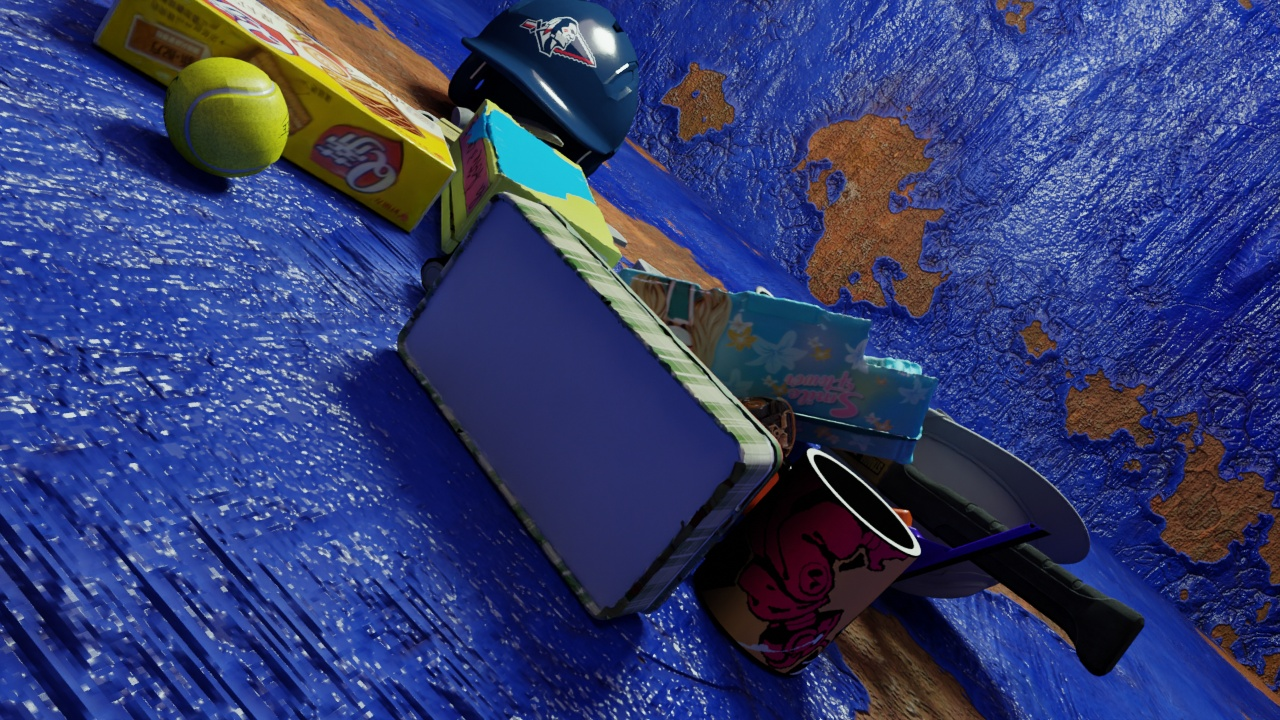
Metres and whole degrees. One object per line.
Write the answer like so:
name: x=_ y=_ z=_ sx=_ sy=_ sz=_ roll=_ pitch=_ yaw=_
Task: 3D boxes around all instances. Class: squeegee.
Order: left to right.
squeegee: x=0.120 y=0.104 z=0.618 sx=0.185 sy=0.055 sz=0.250 roll=13 pitch=-22 yaw=-4

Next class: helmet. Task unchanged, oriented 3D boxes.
helmet: x=-0.112 y=-0.356 z=1.176 sx=0.232 sy=0.223 sz=0.271 roll=40 pitch=20 yaw=1
helmet: x=0.218 y=0.130 z=0.772 sx=0.271 sy=0.117 sz=0.183 roll=28 pitch=-24 yaw=32

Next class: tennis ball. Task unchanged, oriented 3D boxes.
tennis ball: x=-0.233 y=-0.136 z=0.517 sx=0.065 sy=0.065 sz=0.065 roll=37 pitch=15 yaw=-12

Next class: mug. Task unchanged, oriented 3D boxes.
mug: x=0.079 y=0.101 z=0.518 sx=0.118 sy=0.098 sz=0.081 roll=41 pitch=15 yaw=4

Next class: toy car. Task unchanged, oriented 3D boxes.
toy car: x=0.045 y=0.050 z=0.603 sx=0.111 sy=0.047 sz=0.047 roll=-11 pitch=17 yaw=-16

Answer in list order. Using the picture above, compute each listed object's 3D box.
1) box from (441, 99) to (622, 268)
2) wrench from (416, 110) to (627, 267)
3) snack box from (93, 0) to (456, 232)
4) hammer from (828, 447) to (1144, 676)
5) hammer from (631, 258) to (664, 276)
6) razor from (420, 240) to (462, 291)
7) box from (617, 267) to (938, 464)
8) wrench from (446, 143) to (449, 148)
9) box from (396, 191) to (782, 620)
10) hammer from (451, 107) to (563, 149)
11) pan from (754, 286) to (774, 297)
box: x=-0.100 y=-0.131 z=0.775 sx=0.124 sy=0.081 sz=0.220 roll=32 pitch=17 yaw=-29
wrench: x=-0.128 y=-0.180 z=0.938 sx=0.273 sy=0.018 sz=0.083 roll=34 pitch=37 yaw=7
snack box: x=-0.248 y=-0.191 z=0.652 sx=0.230 sy=0.062 sz=0.110 roll=32 pitch=17 yaw=-32
hammer: x=0.208 y=0.100 z=0.685 sx=0.025 sy=0.118 sz=0.333 roll=24 pitch=10 yaw=-47
hammer: x=0.122 y=0.018 z=1.008 sx=0.300 sy=0.037 sz=0.217 roll=32 pitch=16 yaw=-31
razor: x=-0.078 y=-0.035 z=0.641 sx=0.156 sy=0.057 sz=0.060 roll=21 pitch=55 yaw=-51
box: x=0.096 y=-0.017 z=0.661 sx=0.227 sy=0.122 sz=0.097 roll=12 pitch=39 yaw=9
wrench: x=-0.166 y=-0.155 z=0.843 sx=0.073 sy=0.018 sz=0.273 roll=21 pitch=25 yaw=-51
box: x=-0.033 y=0.017 z=0.460 sx=0.205 sy=0.118 sz=0.049 roll=45 pitch=18 yaw=27
hammer: x=-0.098 y=-0.174 z=0.983 sx=0.119 sy=0.031 sz=0.331 roll=-2 pitch=43 yaw=-33
pan: x=0.212 y=0.075 z=0.970 sx=0.357 sy=0.055 sz=0.187 roll=56 pitch=18 yaw=-11
